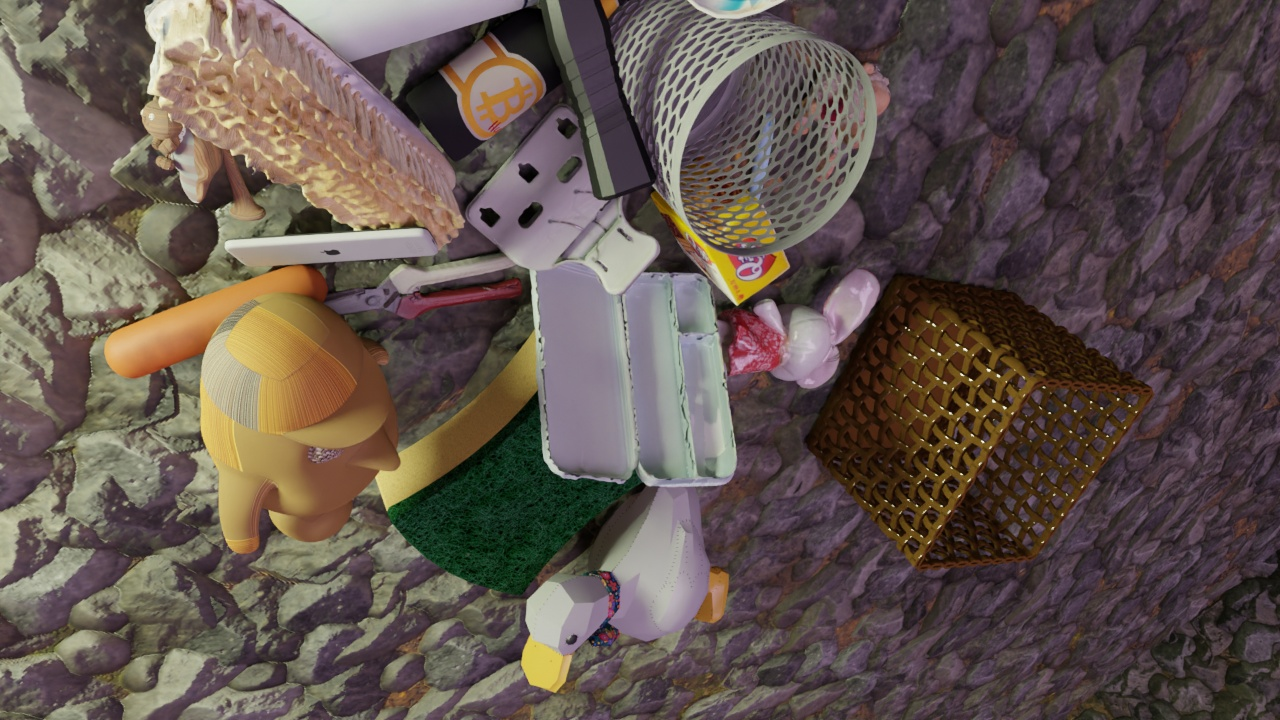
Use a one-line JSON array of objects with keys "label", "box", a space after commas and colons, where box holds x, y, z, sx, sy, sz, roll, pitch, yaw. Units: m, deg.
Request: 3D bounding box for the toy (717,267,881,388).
[{"label": "toy", "box": [0.142, -0.022, 0.942, 0.194, 0.084, 0.159, -3, 134, -21]}]

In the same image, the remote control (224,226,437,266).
[{"label": "remote control", "box": [-0.226, -0.084, 0.676, 0.146, 0.008, 0.045, -4, 167, -1]}]

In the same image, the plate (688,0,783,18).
[{"label": "plate", "box": [0.071, -0.333, 0.622, 0.187, 0.187, 0.016, -33, 179, -9]}]

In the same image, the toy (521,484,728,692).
[{"label": "toy", "box": [-0.009, 0.232, 0.988, 0.267, 0.141, 0.247, 17, 99, -55]}]

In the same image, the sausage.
[{"label": "sausage", "box": [-0.317, -0.031, 0.690, 0.164, 0.044, 0.039, -23, 98, -13]}]

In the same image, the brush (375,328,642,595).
[{"label": "brush", "box": [-0.105, 0.100, 0.893, 0.250, 0.075, 0.195, -41, 134, 4]}]

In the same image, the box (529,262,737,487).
[{"label": "box", "box": [-0.009, 0.009, 0.804, 0.192, 0.209, 0.061, 2, 155, -23]}]

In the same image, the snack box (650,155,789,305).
[{"label": "snack box", "box": [0.070, -0.115, 0.809, 0.061, 0.105, 0.083, -37, 134, -1]}]

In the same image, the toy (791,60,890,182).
[{"label": "toy", "box": [0.185, -0.225, 0.827, 0.105, 0.074, 0.085, -48, 169, -17]}]

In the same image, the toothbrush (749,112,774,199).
[{"label": "toothbrush", "box": [0.107, -0.157, 0.862, 0.022, 0.016, 0.155, 10, 124, 2]}]

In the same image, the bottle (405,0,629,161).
[{"label": "bottle", "box": [-0.082, -0.222, 0.669, 0.181, 0.059, 0.059, -37, 134, 0]}]

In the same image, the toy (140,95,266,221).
[{"label": "toy", "box": [-0.298, -0.139, 0.621, 0.054, 0.042, 0.102, -33, 130, -35]}]

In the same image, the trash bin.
[{"label": "trash bin", "box": [0.057, -0.190, 0.689, 0.156, 0.183, 0.157, -16, 131, -19]}]

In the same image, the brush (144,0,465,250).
[{"label": "brush", "box": [-0.201, -0.143, 0.595, 0.083, 0.056, 0.271, -13, 163, 13]}]

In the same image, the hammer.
[{"label": "hammer", "box": [-0.056, -0.265, 0.580, 0.131, 0.039, 0.328, -23, 109, -15]}]

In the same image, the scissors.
[{"label": "scissors", "box": [-0.190, -0.053, 0.768, 0.188, 0.015, 0.146, -37, 135, 2]}]

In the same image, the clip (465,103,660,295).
[{"label": "clip", "box": [-0.053, -0.120, 0.758, 0.144, 0.074, 0.125, 40, 97, -18]}]

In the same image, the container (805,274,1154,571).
[{"label": "container", "box": [0.375, 0.069, 1.055, 0.219, 0.214, 0.252, 4, 121, -33]}]

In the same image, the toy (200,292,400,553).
[{"label": "toy", "box": [-0.245, 0.034, 0.674, 0.198, 0.162, 0.204, -61, 174, -32]}]

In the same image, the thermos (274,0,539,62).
[{"label": "thermos", "box": [-0.159, -0.243, 0.604, 0.229, 0.068, 0.068, -22, 132, -13]}]
